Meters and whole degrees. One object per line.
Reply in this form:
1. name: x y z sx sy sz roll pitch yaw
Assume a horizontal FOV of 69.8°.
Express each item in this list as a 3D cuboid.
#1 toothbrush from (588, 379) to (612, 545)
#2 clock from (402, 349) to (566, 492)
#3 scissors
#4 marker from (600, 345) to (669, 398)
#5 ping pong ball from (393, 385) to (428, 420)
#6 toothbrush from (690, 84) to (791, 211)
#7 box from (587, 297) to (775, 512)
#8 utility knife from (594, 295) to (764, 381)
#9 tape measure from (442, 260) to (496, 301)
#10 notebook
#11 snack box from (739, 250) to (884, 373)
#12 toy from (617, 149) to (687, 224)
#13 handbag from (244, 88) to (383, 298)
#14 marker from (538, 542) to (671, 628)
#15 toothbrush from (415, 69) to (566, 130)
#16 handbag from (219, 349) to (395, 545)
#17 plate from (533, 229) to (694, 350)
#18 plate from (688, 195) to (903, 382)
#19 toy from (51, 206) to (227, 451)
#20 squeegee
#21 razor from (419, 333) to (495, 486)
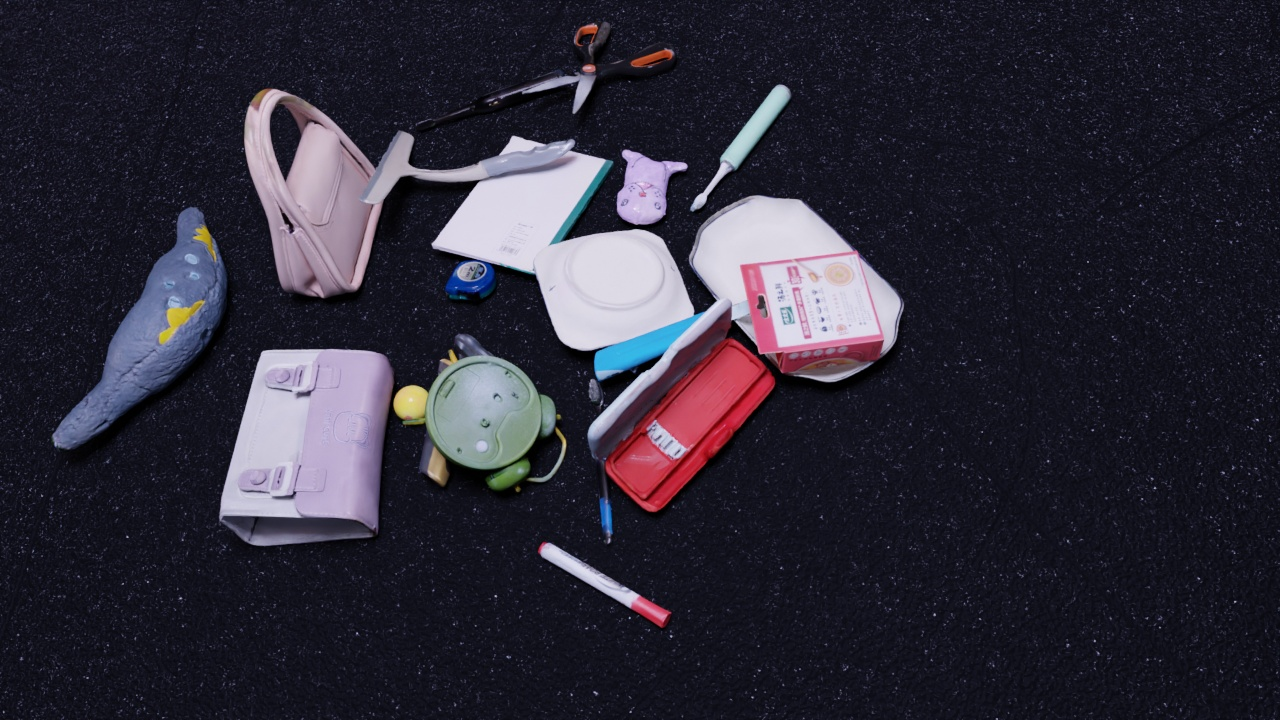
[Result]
1. toothbrush: -0.041 0.101 0.950 0.014 0.016 0.189 -12 58 10
2. clock: -0.150 0.066 0.941 0.161 0.056 0.116 33 67 -10
3. scissors: -0.053 -0.401 1.240 0.230 0.022 0.220 -6 48 -6
4. marker: -0.006 0.006 1.000 0.132 0.022 0.020 38 84 28
5. ping pong ball: -0.248 0.047 0.998 0.040 0.040 0.040 -4 58 6
6. toothbrush: 0.126 -0.266 1.148 0.026 0.027 0.224 39 67 -8
7. box: 0.044 0.043 0.908 0.112 0.100 0.201 43 72 7
8. utility knife: 0.047 -0.030 0.984 0.209 0.018 0.034 -22 57 -1
9. tape measure: -0.199 -0.093 1.087 0.054 0.025 0.058 8 49 11
10. notebook: -0.143 -0.196 1.140 0.150 0.012 0.208 17 56 18
11. snack box: 0.173 -0.050 0.947 0.127 0.044 0.113 -7 60 -1
12. toy: 0.008 -0.208 1.122 0.084 0.039 0.107 11 59 5
13. handbag: -0.388 -0.205 1.061 0.093 0.234 0.193 -2 58 5
14. marker: -0.036 0.213 0.878 0.145 0.017 0.017 25 65 22
15. toothbrush: -0.205 -0.352 1.252 0.212 0.026 0.027 -19 23 -2
16. handbag: -0.341 0.086 0.960 0.145 0.099 0.196 -2 58 1
17. plate: -0.031 -0.092 1.038 0.163 0.034 0.164 -12 57 -15
18. plate: 0.169 -0.079 1.020 0.162 0.034 0.265 -32 59 -11
19. toy: -0.561 -0.048 1.077 0.138 0.091 0.355 -2 55 22
20. squeegee: -0.203 -0.247 1.153 0.246 0.039 0.246 -7 32 1
21. razor: -0.196 0.054 0.982 0.068 0.062 0.167 8 66 11
